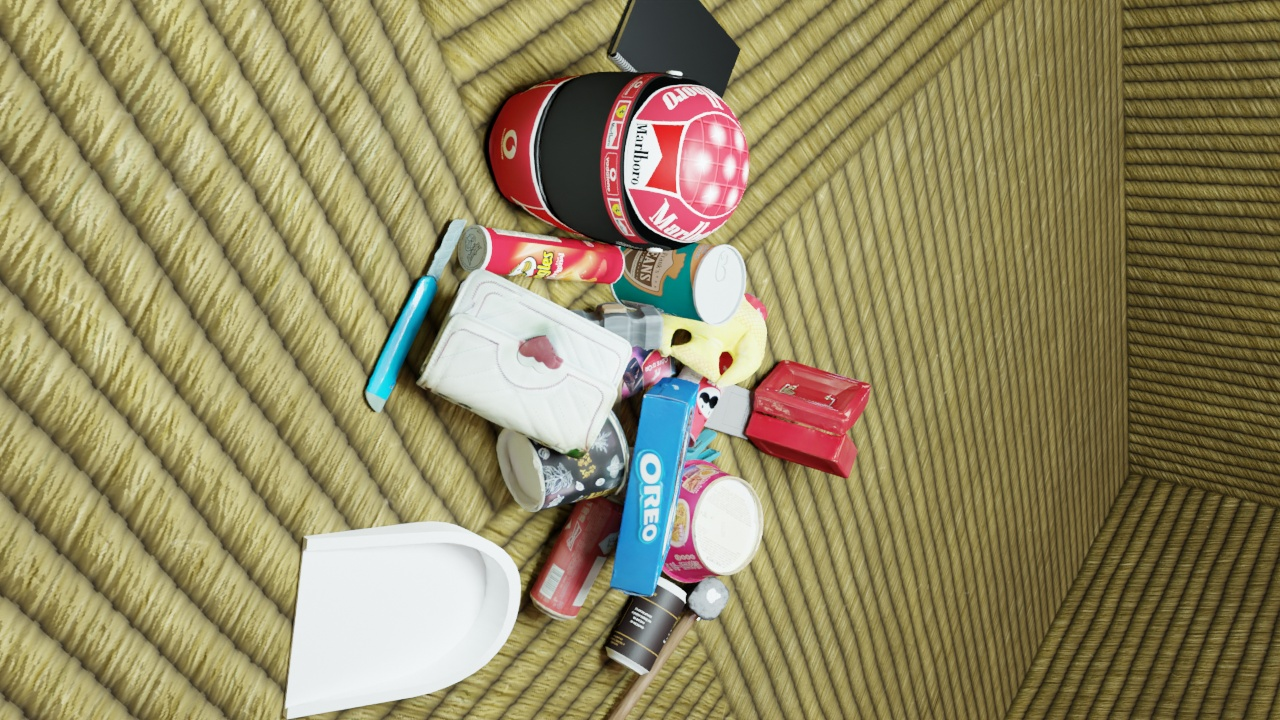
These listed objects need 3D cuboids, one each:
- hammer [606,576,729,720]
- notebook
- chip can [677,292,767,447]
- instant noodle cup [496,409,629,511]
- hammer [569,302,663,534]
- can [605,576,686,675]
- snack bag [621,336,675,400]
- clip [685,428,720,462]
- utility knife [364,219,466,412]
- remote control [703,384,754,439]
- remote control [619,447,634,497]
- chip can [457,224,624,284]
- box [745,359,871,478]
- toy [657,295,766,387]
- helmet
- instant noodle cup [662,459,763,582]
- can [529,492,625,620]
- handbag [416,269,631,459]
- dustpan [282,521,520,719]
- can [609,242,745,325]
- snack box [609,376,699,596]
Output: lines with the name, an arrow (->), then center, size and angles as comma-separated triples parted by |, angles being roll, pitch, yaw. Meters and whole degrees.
hammer -> 0.017, 0.452, 1.346 | 0.327, 0.052, 0.098 | -51, 177, -17
notebook -> 0.049, -0.397, 1.184 | 0.206, 0.016, 0.149 | 30, 77, -48
chip can -> 0.101, 0.009, 1.313 | 0.232, 0.073, 0.073 | -58, 136, -21
instant noodle cup -> -0.098, 0.113, 1.085 | 0.112, 0.137, 0.137 | -18, 114, -33
hammer -> -0.039, 0.084, 1.177 | 0.117, 0.051, 0.323 | -3, 113, -12
can -> 0.008, 0.377, 1.311 | 0.128, 0.072, 0.072 | -59, 136, -19
snack bag -> -0.007, 0.007, 1.233 | 0.154, 0.018, 0.075 | -26, 119, -43
clip -> 0.070, 0.168, 1.358 | 0.130, 0.031, 0.121 | -8, 102, -46
utility knife -> -0.235, -0.052, 0.965 | 0.031, 0.015, 0.224 | 35, 78, -49
remote control -> 0.130, 0.072, 1.401 | 0.151, 0.019, 0.074 | 20, 85, -50
remote control -> -0.016, 0.189, 1.267 | 0.049, 0.024, 0.143 | -19, 113, -44
chip can -> -0.108, -0.119, 1.059 | 0.214, 0.052, 0.052 | 0, 100, -48
box -> 0.257, 0.111, 1.436 | 0.146, 0.157, 0.156 | -34, 135, -50
toy -> 0.096, -0.049, 1.255 | 0.170, 0.065, 0.154 | 28, 64, -5
helmet -> 0.001, -0.222, 1.023 | 0.270, 0.225, 0.198 | -4, 103, -49
instant noodle cup -> 0.102, 0.232, 1.304 | 0.178, 0.078, 0.178 | 2, 87, -39
can -> -0.077, 0.242, 1.164 | 0.067, 0.067, 0.170 | 26, 91, -48
handbag -> -0.124, 0.005, 0.982 | 0.198, 0.096, 0.141 | 25, 78, -16
dustpan -> -0.249, 0.279, 1.013 | 0.257, 0.053, 0.191 | 2, 99, -48
can -> 0.046, -0.104, 1.163 | 0.099, 0.144, 0.099 | -16, 112, -45
snack box -> 0.021, 0.149, 1.148 | 0.195, 0.056, 0.239 | -35, 135, -80
